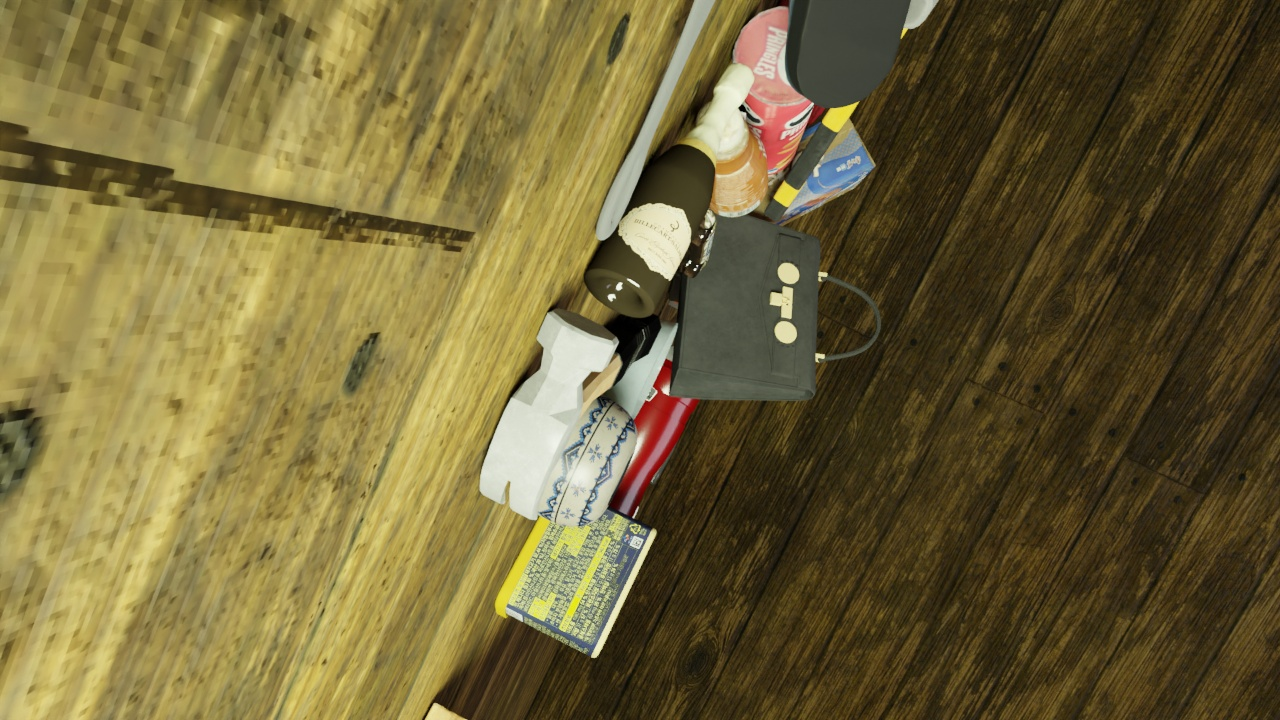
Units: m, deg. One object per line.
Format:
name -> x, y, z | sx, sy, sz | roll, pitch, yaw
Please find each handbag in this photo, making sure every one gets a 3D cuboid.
handbag -> 0.137, -0.046, 0.892 | 0.072, 0.196, 0.175 | 103, -6, -67

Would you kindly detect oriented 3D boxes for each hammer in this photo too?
hammer -> -0.030, 0.009, 0.635 | 0.131, 0.039, 0.327 | -65, 176, 15
hammer -> 0.182, -0.230, 0.783 | 0.169, 0.034, 0.325 | -53, 176, -35

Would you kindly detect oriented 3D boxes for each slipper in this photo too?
slipper -> 0.130, -0.300, 0.570 | 0.108, 0.083, 0.266 | -10, 127, -27

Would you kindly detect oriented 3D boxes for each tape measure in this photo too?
tape measure -> 0.061, -0.095, 1.043 | 0.058, 0.038, 0.058 | -61, 174, -31

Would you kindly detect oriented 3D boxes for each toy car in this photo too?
toy car -> 0.032, -0.098, 0.670 | 0.040, 0.048, 0.113 | -59, 174, -13

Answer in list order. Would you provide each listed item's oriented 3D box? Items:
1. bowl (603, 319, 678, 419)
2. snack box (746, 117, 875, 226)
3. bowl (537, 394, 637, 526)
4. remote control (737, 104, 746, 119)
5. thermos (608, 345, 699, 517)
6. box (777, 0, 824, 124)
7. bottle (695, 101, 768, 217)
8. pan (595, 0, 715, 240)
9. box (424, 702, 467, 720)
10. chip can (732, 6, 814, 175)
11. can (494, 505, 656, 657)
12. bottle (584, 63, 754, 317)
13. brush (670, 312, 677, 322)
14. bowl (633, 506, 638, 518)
bowl -> -0.005, 0.005, 0.850 | 0.106, 0.039, 0.106 | -63, 175, -11
snack box -> 0.166, -0.196, 1.025 | 0.155, 0.069, 0.202 | -27, -179, 9
bowl -> -0.042, 0.082, 0.734 | 0.115, 0.059, 0.115 | -63, 175, -11
remote control -> 0.071, -0.189, 0.749 | 0.124, 0.028, 0.012 | 24, 78, -85
thermos -> 0.003, 0.085, 1.005 | 0.108, 0.084, 0.198 | 35, 81, -49
box -> 0.168, -0.309, 0.866 | 0.130, 0.097, 0.157 | -60, 179, 2
bottle -> 0.065, -0.153, 0.691 | 0.059, 0.059, 0.167 | -64, 170, 1
pan -> 0.057, -0.208, 0.429 | 0.355, 0.024, 0.216 | -63, 169, 25
box -> -0.088, 0.481, 0.727 | 0.278, 0.336, 0.287 | -60, 172, -26
chip can -> 0.111, -0.216, 0.779 | 0.073, 0.073, 0.233 | -64, 176, 0
can -> -0.060, 0.199, 0.873 | 0.135, 0.104, 0.075 | -62, 174, -24
bottle -> 0.026, -0.112, 0.560 | 0.184, 0.045, 0.045 | -62, 174, -22
brush -> 0.032, -0.034, 1.076 | 0.151, 0.012, 0.039 | -54, 177, -2
bowl -> -0.067, 0.219, 1.072 | 0.143, 0.074, 0.144 | -63, 175, -11
